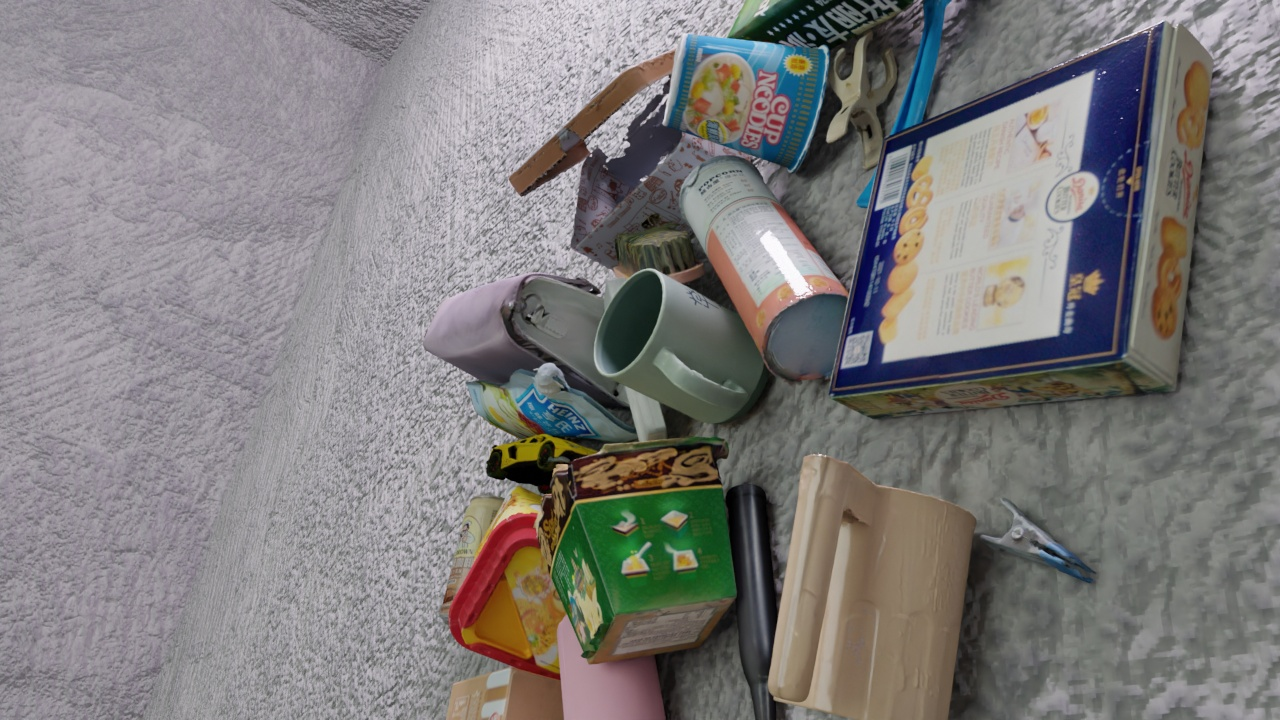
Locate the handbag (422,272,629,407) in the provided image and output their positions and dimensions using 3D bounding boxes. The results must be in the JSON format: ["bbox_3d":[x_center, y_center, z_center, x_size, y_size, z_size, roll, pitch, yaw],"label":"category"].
[{"bbox_3d":[-0.096,-0.021,0.846,0.197,0.145,0.098,-5,65,58],"label":"handbag"}]

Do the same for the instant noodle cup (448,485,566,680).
[{"bbox_3d":[-0.079,0.164,0.714,0.116,0.116,0.123,-61,16,8],"label":"instant noodle cup"}]

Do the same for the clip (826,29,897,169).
[{"bbox_3d":[0.166,-0.185,0.665,0.035,0.076,0.103,-26,56,48],"label":"clip"}]

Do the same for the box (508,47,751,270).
[{"bbox_3d":[-0.013,-0.198,0.834,0.182,0.158,0.148,-36,40,42],"label":"box"}]

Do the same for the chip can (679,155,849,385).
[{"bbox_3d":[0.087,-0.072,0.653,0.071,0.071,0.214,-52,30,22],"label":"chip can"}]

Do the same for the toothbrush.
[{"bbox_3d":[0.071,0.169,0.534,0.027,0.026,0.212,-9,50,9],"label":"toothbrush"}]

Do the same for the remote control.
[{"bbox_3d":[-0.004,0.004,0.727,0.056,0.019,0.135,101,155,-69],"label":"remote control"}]

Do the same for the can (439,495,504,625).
[{"bbox_3d":[-0.143,0.188,0.846,0.059,0.058,0.116,-27,45,49],"label":"can"}]

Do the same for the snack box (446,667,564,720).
[{"bbox_3d":[-0.090,0.281,0.659,0.095,0.077,0.092,-33,41,46],"label":"snack box"}]

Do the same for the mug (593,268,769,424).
[{"bbox_3d":[0.037,0.000,0.641,0.082,0.106,0.111,-56,29,14],"label":"mug"}]

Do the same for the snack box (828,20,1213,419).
[{"bbox_3d":[0.194,-0.064,0.491,0.183,0.045,0.177,-11,58,57],"label":"snack box"}]

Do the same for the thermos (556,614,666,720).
[{"bbox_3d":[-0.022,0.247,0.563,0.198,0.087,0.067,-100,24,-49],"label":"thermos"}]

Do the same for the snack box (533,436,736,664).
[{"bbox_3d":[0.003,0.127,0.587,0.118,0.117,0.105,111,149,-49],"label":"snack box"}]

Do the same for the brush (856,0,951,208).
[{"bbox_3d":[0.202,-0.220,0.622,0.083,0.045,0.254,18,87,58],"label":"brush"}]

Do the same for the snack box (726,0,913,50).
[{"bbox_3d":[0.150,-0.301,0.690,0.114,0.063,0.240,-63,14,1],"label":"snack box"}]

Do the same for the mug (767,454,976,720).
[{"bbox_3d":[0.101,0.112,0.427,0.084,0.124,0.103,-1,67,37],"label":"mug"}]

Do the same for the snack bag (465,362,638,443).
[{"bbox_3d":[-0.082,0.043,0.808,0.038,0.110,0.191,-55,21,-23],"label":"snack bag"}]

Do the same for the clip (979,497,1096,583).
[{"bbox_3d":[0.182,0.083,0.419,0.028,0.024,0.056,-59,22,2],"label":"clip"}]

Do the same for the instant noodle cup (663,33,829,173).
[{"bbox_3d":[0.077,-0.203,0.705,0.099,0.110,0.099,-172,93,-87],"label":"instant noodle cup"}]

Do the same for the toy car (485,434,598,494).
[{"bbox_3d":[-0.076,0.089,0.801,0.156,0.071,0.041,-14,59,53],"label":"toy car"}]

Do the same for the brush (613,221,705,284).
[{"bbox_3d":[0.018,-0.071,0.752,0.145,0.063,0.073,-127,26,-76],"label":"brush"}]
